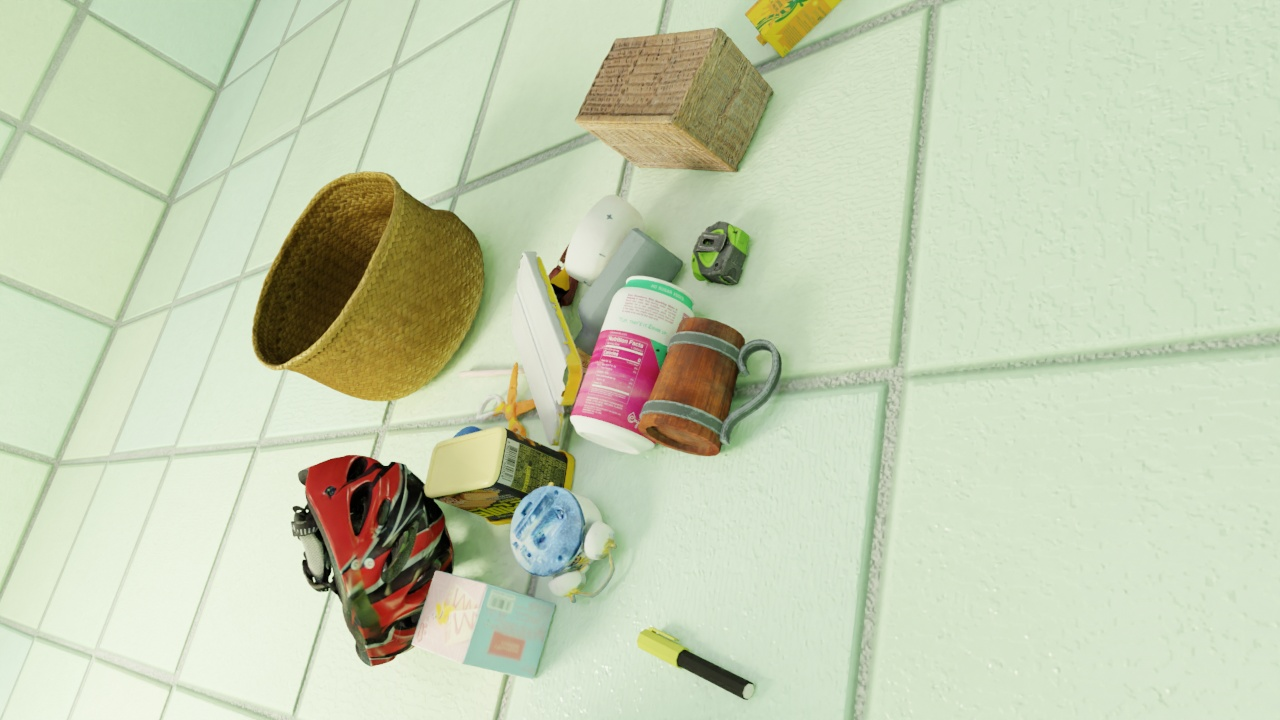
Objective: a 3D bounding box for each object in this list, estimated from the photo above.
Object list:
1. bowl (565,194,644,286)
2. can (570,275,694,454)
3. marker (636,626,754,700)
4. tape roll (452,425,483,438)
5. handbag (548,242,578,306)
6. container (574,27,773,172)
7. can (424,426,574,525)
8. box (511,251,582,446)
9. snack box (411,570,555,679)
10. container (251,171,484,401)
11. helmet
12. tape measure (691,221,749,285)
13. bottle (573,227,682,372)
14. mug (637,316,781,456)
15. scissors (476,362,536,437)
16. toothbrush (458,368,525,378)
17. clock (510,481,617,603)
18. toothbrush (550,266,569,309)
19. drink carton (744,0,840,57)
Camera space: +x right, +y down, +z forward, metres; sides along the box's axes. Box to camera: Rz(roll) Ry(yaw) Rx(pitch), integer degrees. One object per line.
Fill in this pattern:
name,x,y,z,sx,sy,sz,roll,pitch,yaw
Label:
bowl,-0.033,-0.128,1.030,0.054,0.105,0.105,33,93,14
can,-0.005,0.005,0.922,0.088,0.088,0.165,5,71,47
marker,0.045,0.255,0.775,0.124,0.017,0.021,10,75,47
tape roll,-0.213,0.127,1.119,0.091,0.016,0.093,-51,41,11
handbag,-0.083,-0.124,1.134,0.055,0.029,0.119,10,69,45
container,0.037,-0.288,1.034,0.199,0.112,0.113,19,82,50
can,-0.154,0.126,0.994,0.131,0.101,0.072,-16,56,40
box,-0.111,-0.016,1.029,0.209,0.023,0.127,-115,34,-40
snack box,-0.158,0.265,0.920,0.095,0.093,0.079,0,67,45
container,-0.368,-0.092,1.275,0.308,0.196,0.306,-25,50,33
helmet,-0.293,0.212,1.012,0.272,0.166,0.218,-143,40,-63
tape measure,0.079,-0.112,0.945,0.059,0.036,0.065,0,68,47
bottle,-0.026,-0.060,0.995,0.161,0.072,0.046,-54,46,7
mug,0.067,0.026,0.852,0.117,0.081,0.111,8,68,29
scissors,-0.156,0.062,1.096,0.129,0.011,0.125,-13,65,40
toothbrush,-0.174,0.018,1.147,0.182,0.015,0.018,-2,72,45
clock,-0.074,0.180,0.909,0.089,0.052,0.125,-52,56,9
toothbrush,-0.095,-0.086,1.071,0.197,0.031,0.030,-62,1,33
drink carton,0.176,-0.399,1.013,0.123,0.041,0.058,-41,43,20
